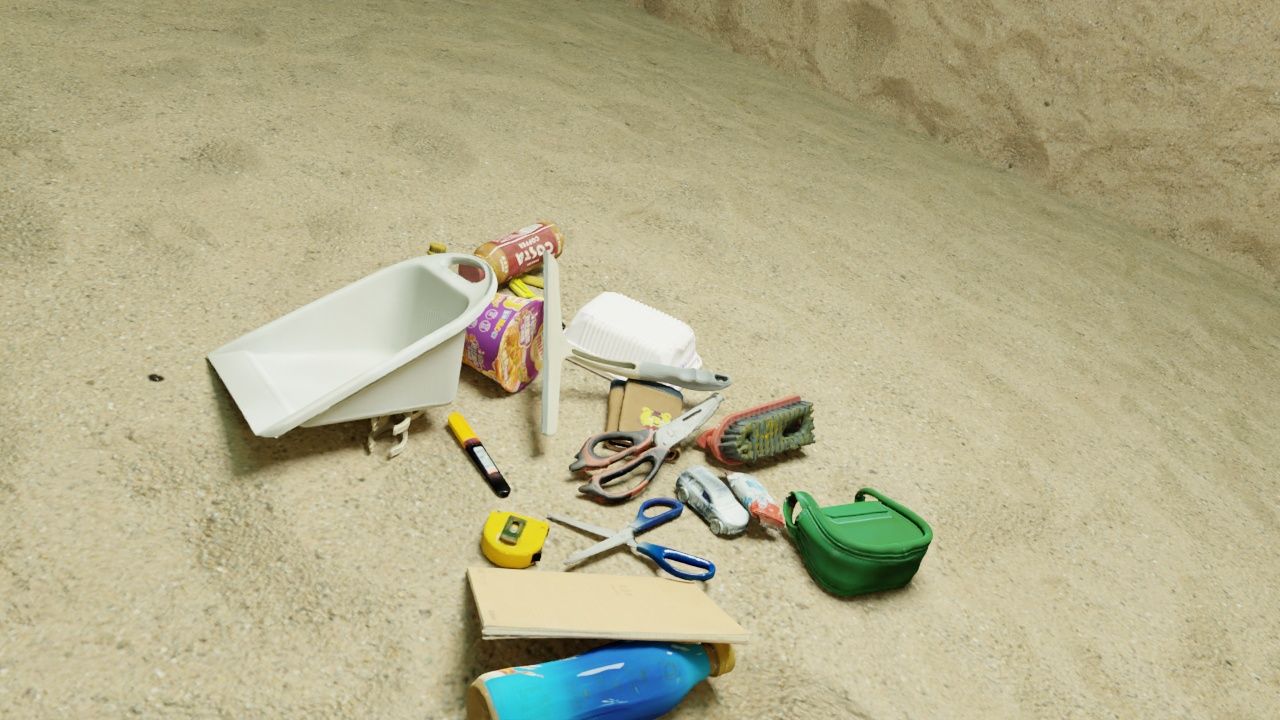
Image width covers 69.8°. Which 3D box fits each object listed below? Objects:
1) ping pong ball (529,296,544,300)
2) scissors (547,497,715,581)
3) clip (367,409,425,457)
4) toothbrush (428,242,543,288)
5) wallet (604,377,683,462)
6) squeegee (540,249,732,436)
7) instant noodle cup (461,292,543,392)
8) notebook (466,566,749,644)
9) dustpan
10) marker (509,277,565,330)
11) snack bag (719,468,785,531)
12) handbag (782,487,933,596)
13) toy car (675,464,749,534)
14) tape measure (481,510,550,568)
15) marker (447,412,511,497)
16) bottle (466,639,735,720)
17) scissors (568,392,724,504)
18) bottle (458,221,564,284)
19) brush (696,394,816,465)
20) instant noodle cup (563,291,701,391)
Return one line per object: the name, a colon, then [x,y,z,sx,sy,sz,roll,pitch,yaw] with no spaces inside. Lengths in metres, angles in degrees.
ping pong ball: [-0.133,-0.062,1.186,0.040,0.040,0.040,12,31,-8]
scissors: [-0.004,0.171,0.890,0.176,0.012,0.162,20,26,17]
clip: [-0.252,0.058,0.942,0.076,0.035,0.100,14,26,-2]
toothbrush: [-0.206,-0.131,1.286,0.190,0.017,0.015,17,32,0]
wallet: [0.005,0.066,1.056,0.090,0.033,0.115,15,34,-5]
squeegee: [-0.006,0.006,1.070,0.246,0.039,0.246,13,53,-23]
instant noodle cup: [-0.169,-0.032,1.062,0.099,0.112,0.111,21,30,22]
notebook: [-0.035,0.203,0.768,0.211,0.012,0.149,7,3,-16]
dustpan: [-0.283,-0.039,0.944,0.257,0.143,0.223,-2,21,-36]
marker: [-0.138,-0.076,1.230,0.018,0.015,0.124,-16,45,-38]
snack bag: [0.120,0.144,0.978,0.045,0.026,0.105,20,15,-22]
handbag: [0.222,0.177,0.943,0.131,0.068,0.120,-3,35,-30]
toy car: [0.077,0.145,0.959,0.042,0.034,0.090,-10,41,-42]
tape measure: [-0.116,0.162,0.841,0.060,0.029,0.057,16,31,-1]
marker: [-0.166,0.096,0.939,0.018,0.015,0.124,-11,43,-36]
bottle: [-0.021,0.251,0.706,0.218,0.065,0.065,-4,36,-31]
scissors: [0.011,0.077,1.001,0.177,0.015,0.209,17,47,-4]
bottle: [-0.176,-0.143,1.248,0.057,0.058,0.174,29,34,20]
brush: [0.134,0.084,1.068,0.145,0.063,0.069,-12,11,-37]
instant noodle cup: [-0.010,-0.028,1.174,0.173,0.060,0.137,26,32,13]
